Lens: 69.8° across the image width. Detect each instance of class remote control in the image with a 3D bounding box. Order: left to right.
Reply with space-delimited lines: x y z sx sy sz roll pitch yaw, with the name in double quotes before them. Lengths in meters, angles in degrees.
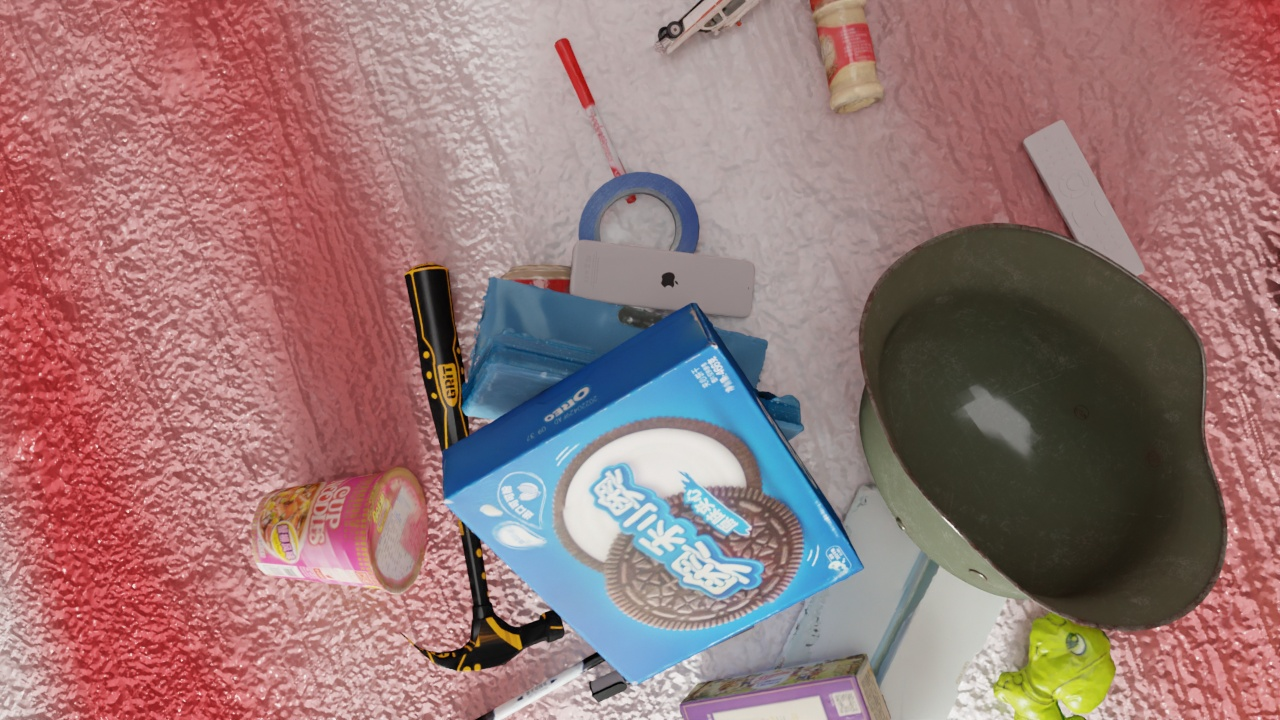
"remote control" 0.019 -0.061 0.700 0.146 0.008 0.045 5 91 -17
"remote control" 0.333 -0.117 0.691 0.033 0.012 0.131 -28 87 3

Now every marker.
"marker" -0.085 0.268 0.739 0.152 0.011 0.011 -31 87 5
"marker" -0.035 -0.190 0.732 0.013 0.013 0.142 -24 88 6
"marker" 0.025 0.232 0.724 0.140 0.016 0.016 -26 87 6

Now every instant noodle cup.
"instant noodle cup" -0.237 0.133 0.719 0.109 0.097 0.097 -3 90 13

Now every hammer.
"hammer" -0.146 0.081 0.720 0.123 0.036 0.320 -9 85 -24

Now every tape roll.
"tape roll" -0.001 -0.101 0.717 0.093 0.016 0.091 12 96 -2

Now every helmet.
"helmet" 0.250 0.061 0.622 0.226 0.154 0.267 -27 68 -17

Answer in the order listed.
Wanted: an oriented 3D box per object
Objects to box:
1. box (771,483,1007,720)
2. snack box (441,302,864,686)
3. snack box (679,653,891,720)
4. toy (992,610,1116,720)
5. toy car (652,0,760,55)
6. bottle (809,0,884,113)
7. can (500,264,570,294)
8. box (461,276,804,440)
"box" 0.190 0.209 0.698 0.136 0.049 0.197 26 93 6
"snack box" 0.014 0.102 0.620 0.196 0.056 0.239 -30 123 10
"snack box" 0.120 0.303 0.678 0.148 0.040 0.143 -20 88 27
"toy" 0.311 0.237 0.685 0.094 0.036 0.094 -29 88 12
"toy car" 0.062 -0.272 0.710 0.113 0.039 0.039 -42 107 5
"bottle" 0.154 -0.245 0.695 0.044 0.044 0.109 -11 90 6
"can" -0.075 0.013 0.709 0.067 0.067 0.170 -1 91 6
"box" -0.004 0.002 0.665 0.231 0.094 0.102 12 62 -19
